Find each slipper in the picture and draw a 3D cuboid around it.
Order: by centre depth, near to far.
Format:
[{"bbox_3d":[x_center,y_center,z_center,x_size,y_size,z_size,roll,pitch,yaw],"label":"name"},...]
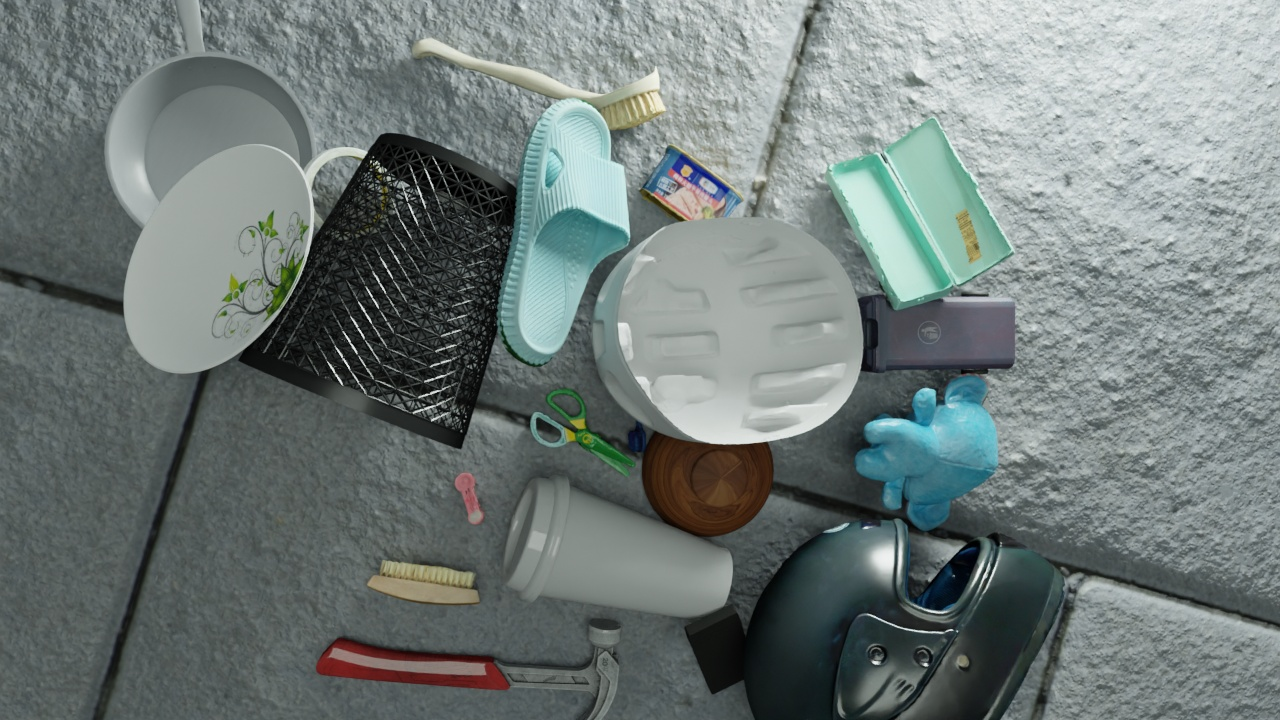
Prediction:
[{"bbox_3d":[-0.067,-0.127,0.865,0.116,0.070,0.275,29,67,-47],"label":"slipper"}]

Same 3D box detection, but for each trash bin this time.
[{"bbox_3d":[-0.226,-0.068,0.881,0.217,0.217,0.243,23,82,-7],"label":"trash bin"},{"bbox_3d":[0.314,-0.029,1.003,0.161,0.092,0.094,-1,92,-3],"label":"trash bin"}]

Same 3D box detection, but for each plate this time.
[{"bbox_3d":[-0.387,-0.093,0.858,0.230,0.030,0.229,-8,69,22],"label":"plate"}]

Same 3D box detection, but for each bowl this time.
[{"bbox_3d":[0.079,0.122,0.986,0.147,0.069,0.147,0,92,-7],"label":"bowl"}]

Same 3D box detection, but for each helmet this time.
[{"bbox_3d":[0.090,-0.030,0.924,0.282,0.184,0.224,-9,91,-10],"label":"helmet"},{"bbox_3d":[0.240,0.277,0.925,0.236,0.249,0.316,34,86,14],"label":"helmet"}]

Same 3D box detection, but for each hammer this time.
[{"bbox_3d":[-0.182,0.334,0.980,0.315,0.036,0.126,6,93,-6],"label":"hammer"}]

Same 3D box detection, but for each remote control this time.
[{"bbox_3d":[0.087,0.310,0.981,0.058,0.013,0.133,-24,133,-6],"label":"remote control"}]

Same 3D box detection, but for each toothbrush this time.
[{"bbox_3d":[-0.006,0.006,0.996,0.017,0.016,0.190,-3,93,-52],"label":"toothbrush"}]

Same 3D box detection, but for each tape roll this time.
[{"bbox_3d":[-0.298,-0.169,0.935,0.093,0.019,0.094,-7,104,-33],"label":"tape roll"}]

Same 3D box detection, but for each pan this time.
[{"bbox_3d":[-0.438,-0.283,0.918,0.200,0.051,0.356,-8,93,-7],"label":"pan"}]

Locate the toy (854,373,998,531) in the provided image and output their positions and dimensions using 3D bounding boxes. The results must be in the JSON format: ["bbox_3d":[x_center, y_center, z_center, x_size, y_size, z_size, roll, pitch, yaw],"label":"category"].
[{"bbox_3d":[0.299,0.095,0.995,0.180,0.115,0.183,6,107,-25],"label":"toy"}]

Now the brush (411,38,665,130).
[{"bbox_3d":[-0.105,-0.295,0.963,0.272,0.062,0.077,11,86,-3],"label":"brush"}]

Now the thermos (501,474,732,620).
[{"bbox_3d":[-0.022,0.205,0.955,0.221,0.131,0.131,19,89,-15],"label":"thermos"}]

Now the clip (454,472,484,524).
[{"bbox_3d":[-0.181,0.149,0.973,0.023,0.044,0.060,-18,107,-10],"label":"clip"}]

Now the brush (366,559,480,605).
[{"bbox_3d":[-0.225,0.235,0.963,0.117,0.049,0.039,8,72,-8],"label":"brush"}]

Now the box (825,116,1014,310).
[{"bbox_3d":[0.292,-0.155,0.974,0.138,0.057,0.187,-22,66,7],"label":"box"}]

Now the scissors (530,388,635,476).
[{"bbox_3d":[-0.062,0.090,0.996,0.130,0.014,0.071,43,86,-5],"label":"scissors"}]

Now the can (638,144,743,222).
[{"bbox_3d":[0.053,-0.177,0.982,0.100,0.054,0.059,36,89,-6],"label":"can"}]
